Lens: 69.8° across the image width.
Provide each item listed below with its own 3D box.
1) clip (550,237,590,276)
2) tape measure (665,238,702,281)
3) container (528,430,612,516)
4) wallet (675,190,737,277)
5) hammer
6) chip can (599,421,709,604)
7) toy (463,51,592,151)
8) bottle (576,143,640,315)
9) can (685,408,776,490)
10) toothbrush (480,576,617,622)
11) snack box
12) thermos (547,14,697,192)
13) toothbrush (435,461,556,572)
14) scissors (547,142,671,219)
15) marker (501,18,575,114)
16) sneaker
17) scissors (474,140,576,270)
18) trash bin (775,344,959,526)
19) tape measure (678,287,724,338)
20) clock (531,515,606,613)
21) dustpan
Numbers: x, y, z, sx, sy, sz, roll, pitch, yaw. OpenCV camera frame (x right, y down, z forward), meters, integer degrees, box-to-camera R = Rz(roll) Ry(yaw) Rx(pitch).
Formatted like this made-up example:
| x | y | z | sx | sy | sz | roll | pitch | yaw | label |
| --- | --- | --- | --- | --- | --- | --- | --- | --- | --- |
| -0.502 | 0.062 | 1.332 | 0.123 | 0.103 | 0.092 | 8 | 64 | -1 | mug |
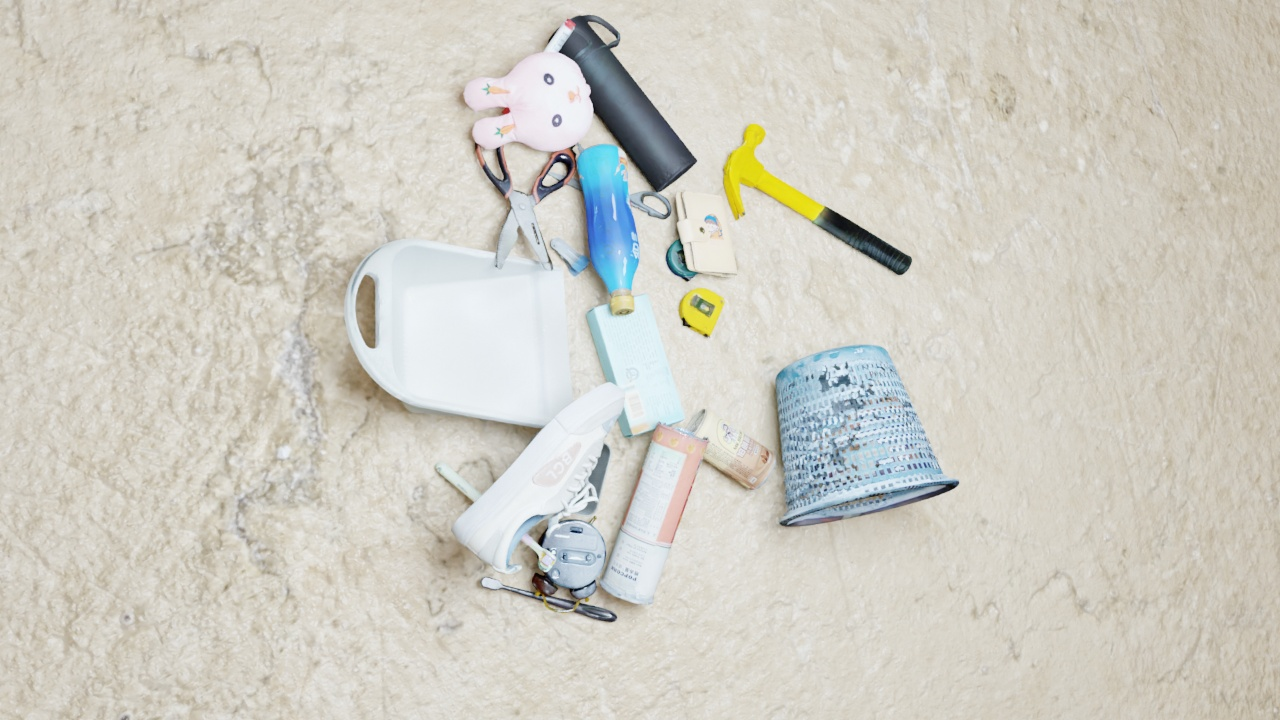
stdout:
| x | y | z | sx | sy | sz | roll | pitch | yaw | label |
| --- | --- | --- | --- | --- | --- | --- | --- | --- | --- |
| -0.094 | -0.137 | 1.190 | 0.058 | 0.043 | 0.026 | 44 | 76 | -2 | clip |
| 0.063 | -0.138 | 1.228 | 0.054 | 0.025 | 0.058 | -27 | 90 | -18 | tape measure |
| -0.098 | 0.134 | 1.105 | 0.090 | 0.114 | 0.090 | 17 | 79 | -13 | container |
| 0.086 | -0.170 | 1.220 | 0.087 | 0.024 | 0.115 | 1 | 75 | -35 | wallet |
| 0.249 | -0.204 | 1.283 | 0.300 | 0.033 | 0.128 | 28 | 77 | -10 | hammer |
| 0.018 | 0.186 | 1.129 | 0.071 | 0.071 | 0.214 | 19 | 92 | -12 | chip can |
| -0.138 | -0.320 | 1.156 | 0.159 | 0.054 | 0.121 | -17 | 111 | -12 | toy |
| -0.037 | -0.164 | 1.158 | 0.065 | 0.065 | 0.218 | -3 | 74 | -16 | bottle |
| 0.115 | 0.116 | 1.194 | 0.116 | 0.059 | 0.058 | 34 | 76 | -9 | can |
| -0.112 | 0.297 | 1.134 | 0.181 | 0.018 | 0.015 | 19 | 62 | -14 | toothbrush |
| -0.007 | 0.007 | 1.178 | 0.074 | 0.052 | 0.175 | -16 | 88 | -18 | snack box |
| -0.016 | -0.344 | 1.208 | 0.090 | 0.068 | 0.242 | -38 | 94 | -11 | thermos |
| -0.176 | 0.183 | 1.098 | 0.189 | 0.029 | 0.020 | 38 | 30 | 13 | toothbrush |
| -0.041 | -0.212 | 1.218 | 0.180 | 0.014 | 0.159 | 4 | 79 | -12 | scissors |
| -0.130 | -0.373 | 1.175 | 0.017 | 0.017 | 0.145 | 36 | 103 | -8 | marker |
| -0.089 | 0.130 | 0.997 | 0.091 | 0.089 | 0.242 | 42 | 78 | 10 | sneaker |
| -0.150 | -0.214 | 1.162 | 0.189 | 0.015 | 0.226 | 37 | 63 | 0 | scissors |
| 0.266 | 0.093 | 1.173 | 0.226 | 0.227 | 0.195 | -6 | 72 | -16 | trash bin |
| 0.081 | -0.068 | 1.223 | 0.057 | 0.029 | 0.060 | 27 | 77 | -10 | tape measure |
| -0.089 | 0.248 | 1.124 | 0.082 | 0.055 | 0.122 | 10 | 81 | -14 | clock |
| -0.203 | -0.037 | 1.068 | 0.257 | 0.143 | 0.222 | -2 | 71 | -11 | dustpan |
